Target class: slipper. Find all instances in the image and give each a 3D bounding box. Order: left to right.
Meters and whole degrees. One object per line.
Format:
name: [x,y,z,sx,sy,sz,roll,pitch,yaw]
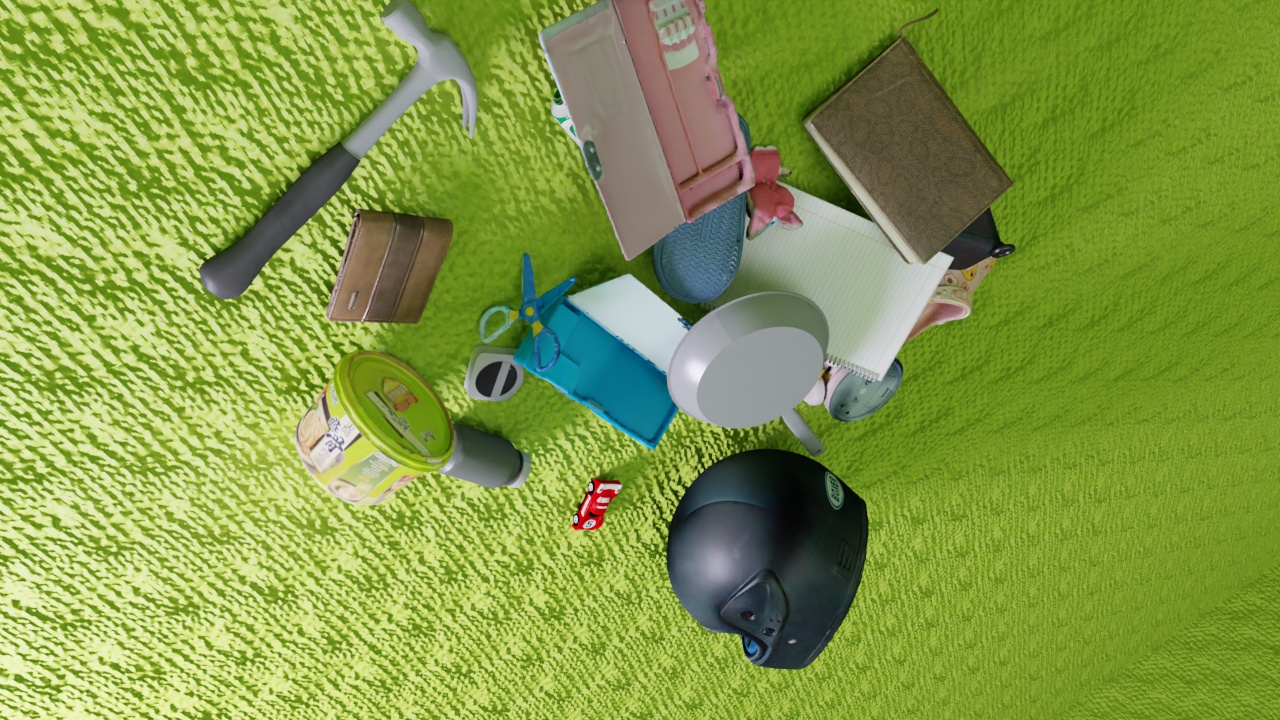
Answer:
slipper: [0.062,-0.166,0.990,0.103,0.059,0.214,0,109,-22]
slipper: [0.406,-0.090,1.232,0.197,0.081,0.093,-45,132,10]

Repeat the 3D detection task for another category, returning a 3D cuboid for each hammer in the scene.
hammer: [-0.270,-0.167,0.814,0.311,0.029,0.125,-44,133,6]

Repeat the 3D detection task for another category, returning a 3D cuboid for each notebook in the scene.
notebook: [0.217,-0.091,1.087,0.245,0.013,0.178,22,113,-7]
notebook: [0.311,-0.245,1.017,0.190,0.034,0.215,-41,99,0]

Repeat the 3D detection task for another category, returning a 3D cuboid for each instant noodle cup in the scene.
instant noodle cup: [-0.270,0.072,0.921,0.098,0.146,0.146,-40,134,16]

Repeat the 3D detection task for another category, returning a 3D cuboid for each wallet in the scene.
wallet: [-0.241,-0.087,0.880,0.098,0.027,0.121,-2,129,-44]

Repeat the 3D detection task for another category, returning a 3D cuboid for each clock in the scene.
clock: [0.281,0.021,1.251,0.157,0.058,0.117,10,122,-35]

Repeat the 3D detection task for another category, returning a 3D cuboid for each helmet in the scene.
helmet: [0.151,0.265,1.243,0.236,0.248,0.317,14,126,-4]

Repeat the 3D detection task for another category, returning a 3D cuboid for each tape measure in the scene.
tape measure: [-0.161,0.014,1.021,0.064,0.016,0.065,5,120,-33]

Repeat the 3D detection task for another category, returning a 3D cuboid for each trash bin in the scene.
trash bin: [0.369,-0.169,1.127,0.160,0.093,0.092,5,157,-37]

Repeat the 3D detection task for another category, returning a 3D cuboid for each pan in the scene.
pan: [0.167,0.047,1.117,0.201,0.050,0.356,-33,135,9]

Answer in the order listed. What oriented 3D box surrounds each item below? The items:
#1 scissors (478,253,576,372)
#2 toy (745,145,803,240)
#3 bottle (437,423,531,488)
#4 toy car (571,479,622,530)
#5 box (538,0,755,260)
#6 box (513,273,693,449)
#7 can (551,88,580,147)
scissors: [-0.121,-0.049,0.966,0.127,0.015,0.125,-3,91,13]
toy: [0.139,-0.185,1.020,0.065,0.050,0.102,-7,84,-8]
bottle: [-0.181,0.113,1.053,0.108,0.060,0.060,25,108,-40]
toy car: [-0.058,0.191,1.207,0.038,0.025,0.090,7,119,-34]
box: [0.009,-0.235,0.872,0.178,0.039,0.233,-33,121,-21]
box: [-0.012,-0.006,1.060,0.170,0.071,0.243,-40,135,14]
can: [-0.041,-0.226,0.886,0.053,0.053,0.101,-44,133,5]
